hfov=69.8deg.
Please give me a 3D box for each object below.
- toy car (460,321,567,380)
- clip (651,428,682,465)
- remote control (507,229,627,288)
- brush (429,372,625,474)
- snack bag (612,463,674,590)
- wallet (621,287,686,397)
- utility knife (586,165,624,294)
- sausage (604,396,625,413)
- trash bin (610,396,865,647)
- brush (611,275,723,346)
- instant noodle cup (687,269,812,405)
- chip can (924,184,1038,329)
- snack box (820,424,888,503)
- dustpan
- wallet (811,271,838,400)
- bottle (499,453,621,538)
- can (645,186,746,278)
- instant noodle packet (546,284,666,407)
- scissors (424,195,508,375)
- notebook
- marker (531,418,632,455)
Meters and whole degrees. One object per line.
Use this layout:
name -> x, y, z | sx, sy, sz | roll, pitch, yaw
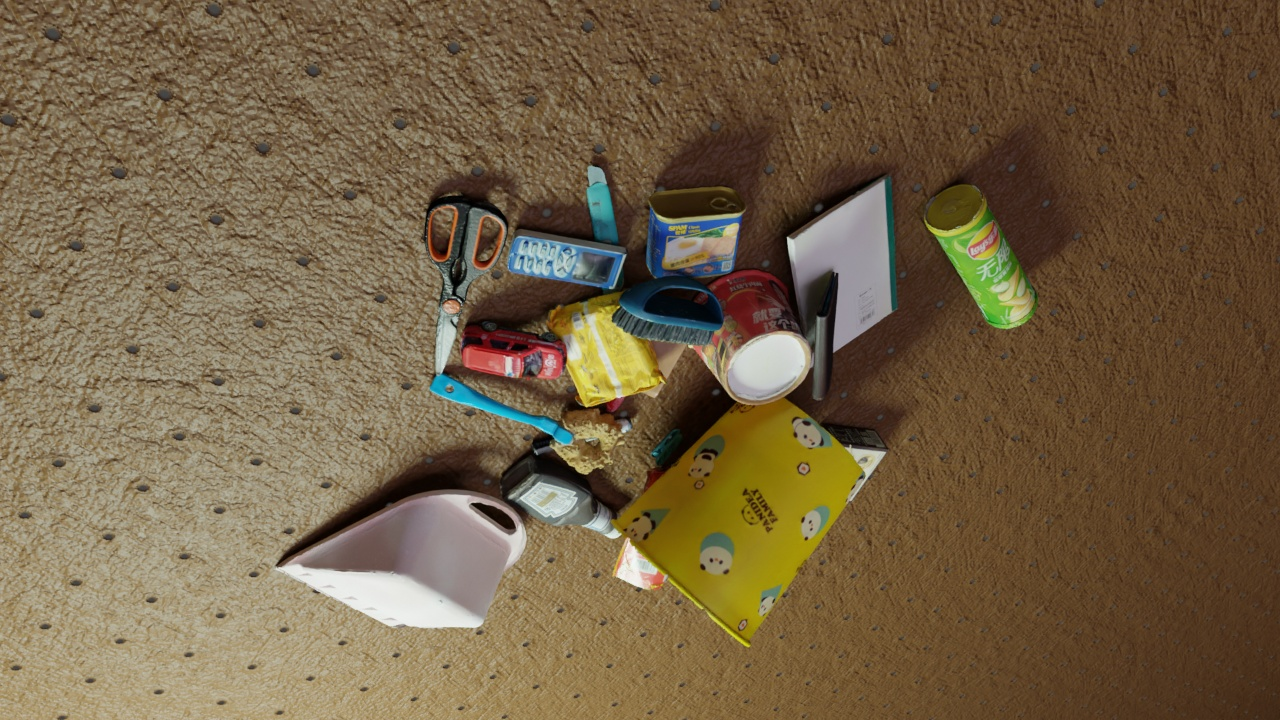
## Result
toy car -> -0.142, -0.006, 1.020 | 0.120, 0.045, 0.053 | 7, 129, 1
clip -> 0.036, 0.114, 1.223 | 0.014, 0.046, 0.057 | 27, 114, -34
remote control -> -0.079, -0.110, 0.983 | 0.124, 0.024, 0.049 | 9, 129, -18
brush -> -0.131, 0.070, 1.103 | 0.254, 0.046, 0.083 | 24, 104, -26
snack bag -> 0.036, 0.225, 1.289 | 0.128, 0.073, 0.208 | 2, 123, -32
wallet -> -0.001, -0.020, 1.080 | 0.101, 0.020, 0.115 | 25, 115, -14
utility knife -> -0.039, -0.135, 0.991 | 0.029, 0.013, 0.171 | -13, 131, -5
sausage -> -0.007, 0.007, 1.118 | 0.020, 0.020, 0.156 | 15, 122, -30
trash bin -> 0.130, 0.184, 1.154 | 0.255, 0.230, 0.229 | -49, 131, -5
brush -> 0.037, -0.057, 0.996 | 0.143, 0.055, 0.074 | 7, 120, -42
instant noodle cup -> 0.133, -0.023, 1.084 | 0.137, 0.108, 0.138 | -10, 130, -12
chip can -> 0.425, -0.122, 1.132 | 0.073, 0.072, 0.221 | -38, 131, 12
snack box -> 0.274, 0.151, 1.317 | 0.125, 0.053, 0.113 | 10, 124, -26
dustpan -> -0.290, 0.256, 1.206 | 0.274, 0.138, 0.222 | -5, 144, 32
wallet -> 0.217, -0.028, 1.069 | 0.020, 0.096, 0.122 | 7, 130, 15
bottle -> -0.095, 0.189, 1.221 | 0.080, 0.044, 0.194 | -40, 131, 18
can -> 0.057, -0.137, 0.997 | 0.102, 0.057, 0.083 | -7, 133, -14
instant noodle packet -> -0.039, -0.017, 1.047 | 0.111, 0.044, 0.128 | -16, 115, 7
scissors -> -0.213, -0.076, 0.978 | 0.125, 0.021, 0.235 | 26, 120, -24
notebook -> 0.248, -0.102, 1.099 | 0.150, 0.012, 0.209 | -32, 135, -15
marker -> -0.074, 0.097, 1.167 | 0.130, 0.022, 0.018 | -13, 125, -8
